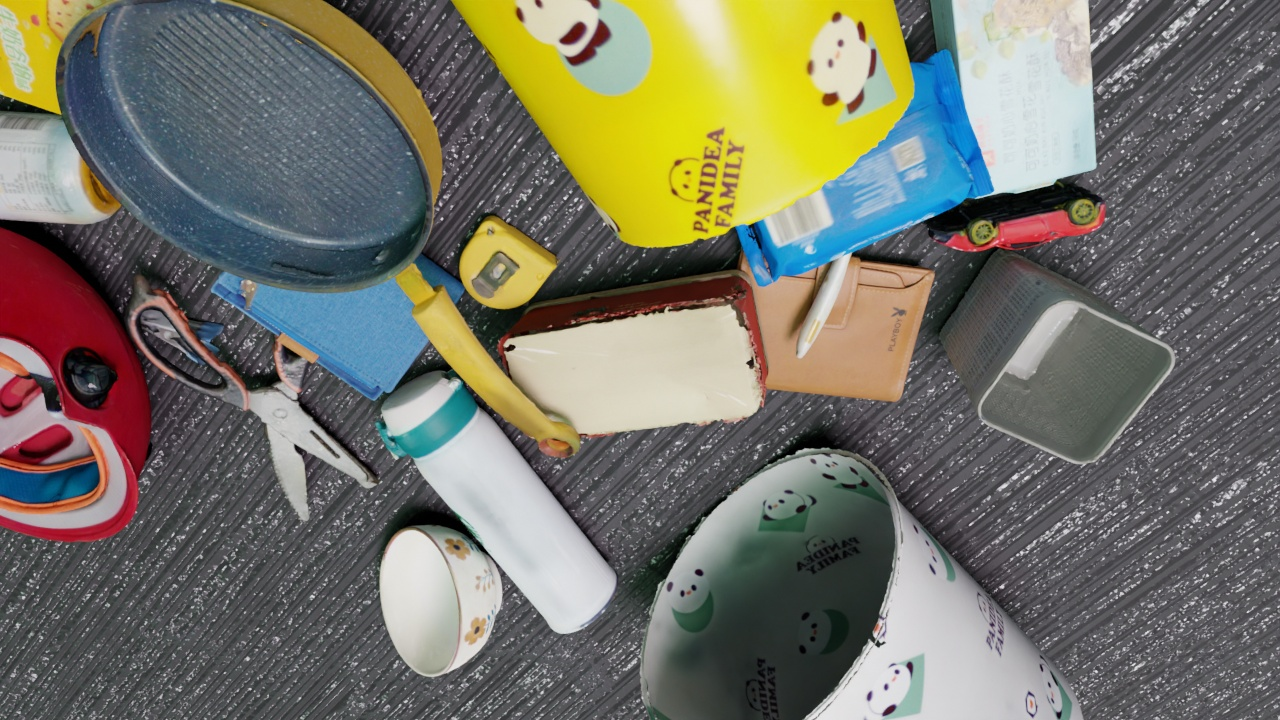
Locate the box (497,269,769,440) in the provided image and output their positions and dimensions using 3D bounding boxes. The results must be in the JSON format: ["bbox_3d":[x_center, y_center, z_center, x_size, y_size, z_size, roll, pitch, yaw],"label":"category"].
[{"bbox_3d":[-0.004,0.003,0.609,0.168,0.080,0.091,-8,111,17],"label":"box"}]

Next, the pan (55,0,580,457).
[{"bbox_3d":[-0.156,-0.060,0.532,0.198,0.078,0.357,-23,131,36],"label":"pan"}]

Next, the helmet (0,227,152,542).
[{"bbox_3d":[-0.427,0.004,0.605,0.207,0.143,0.240,-18,134,24],"label":"helmet"}]

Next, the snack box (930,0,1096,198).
[{"bbox_3d":[0.218,-0.189,0.542,0.074,0.051,0.175,-13,115,8],"label":"snack box"}]

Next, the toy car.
[{"bbox_3d":[0.240,-0.090,0.592,0.106,0.049,0.031,-9,114,5],"label":"toy car"}]

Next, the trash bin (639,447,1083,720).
[{"bbox_3d":[0.168,0.227,0.661,0.252,0.229,0.230,39,111,-22],"label":"trash bin"}]

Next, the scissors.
[{"bbox_3d":[-0.268,0.017,0.657,0.188,0.015,0.227,12,108,-22],"label":"scissors"}]

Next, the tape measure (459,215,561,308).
[{"bbox_3d":[-0.094,-0.063,0.624,0.060,0.028,0.057,35,113,-14],"label":"tape measure"}]

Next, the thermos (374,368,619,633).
[{"bbox_3d":[-0.106,0.106,0.686,0.073,0.073,0.224,-29,112,14],"label":"thermos"}]

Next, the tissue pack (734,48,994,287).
[{"bbox_3d":[0.126,-0.114,0.559,0.157,0.052,0.095,-22,86,23],"label":"tissue pack"}]

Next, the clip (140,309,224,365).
[{"bbox_3d":[-0.330,-0.020,0.654,0.058,0.027,0.045,24,122,-10],"label":"clip"}]

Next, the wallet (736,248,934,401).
[{"bbox_3d":[0.127,-0.025,0.638,0.132,0.031,0.108,6,118,-3],"label":"wallet"}]

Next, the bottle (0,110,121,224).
[{"bbox_3d":[-0.430,-0.125,0.580,0.189,0.068,0.068,3,116,0],"label":"bottle"}]

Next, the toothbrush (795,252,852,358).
[{"bbox_3d":[0.144,-0.087,0.592,0.018,0.016,0.191,21,101,-13],"label":"toothbrush"}]

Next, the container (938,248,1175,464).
[{"bbox_3d":[0.258,-0.009,0.594,0.090,0.114,0.090,23,114,-10],"label":"container"}]

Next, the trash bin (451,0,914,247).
[{"bbox_3d":[0.004,-0.211,0.450,0.230,0.229,0.255,-25,118,13],"label":"trash bin"}]

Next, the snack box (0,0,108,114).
[{"bbox_3d":[-0.270,-0.213,0.488,0.157,0.069,0.211,19,142,-8],"label":"snack box"}]

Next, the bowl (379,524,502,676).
[{"bbox_3d":[-0.148,0.182,0.716,0.062,0.113,0.114,-4,125,-44],"label":"bowl"}]

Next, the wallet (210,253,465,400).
[{"bbox_3d":[-0.201,-0.047,0.619,0.133,0.040,0.106,37,91,-18],"label":"wallet"}]
